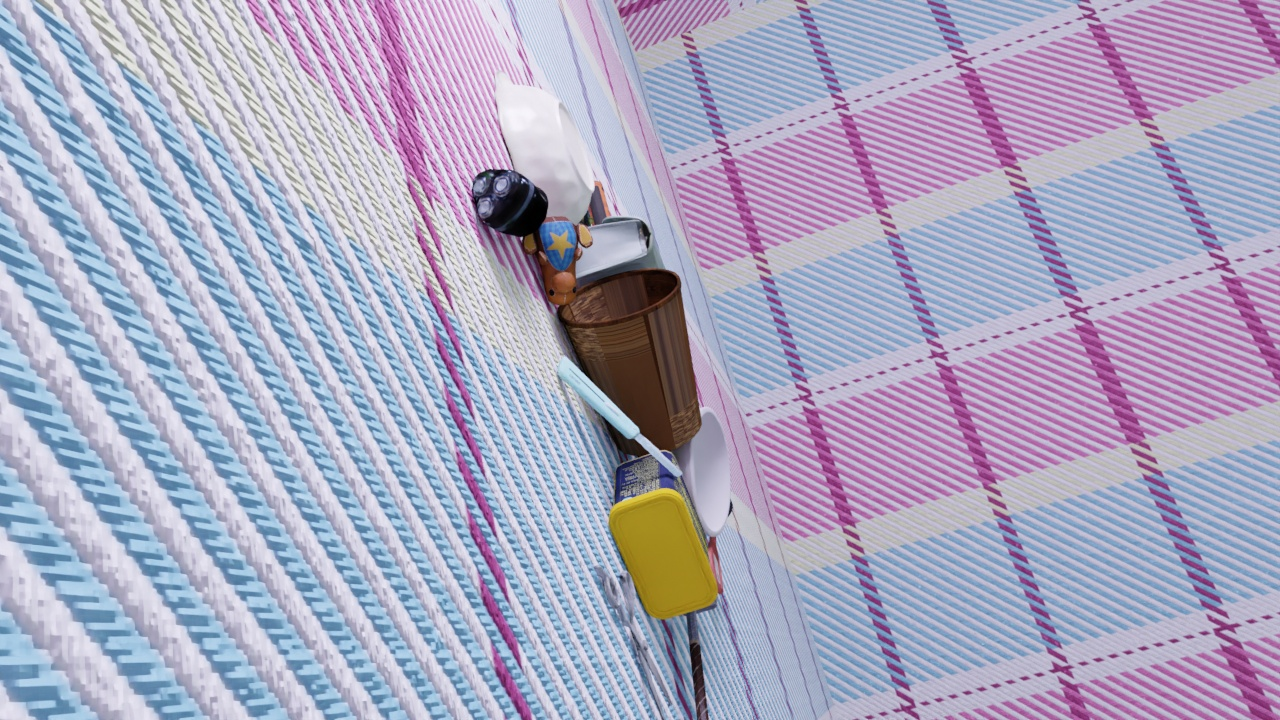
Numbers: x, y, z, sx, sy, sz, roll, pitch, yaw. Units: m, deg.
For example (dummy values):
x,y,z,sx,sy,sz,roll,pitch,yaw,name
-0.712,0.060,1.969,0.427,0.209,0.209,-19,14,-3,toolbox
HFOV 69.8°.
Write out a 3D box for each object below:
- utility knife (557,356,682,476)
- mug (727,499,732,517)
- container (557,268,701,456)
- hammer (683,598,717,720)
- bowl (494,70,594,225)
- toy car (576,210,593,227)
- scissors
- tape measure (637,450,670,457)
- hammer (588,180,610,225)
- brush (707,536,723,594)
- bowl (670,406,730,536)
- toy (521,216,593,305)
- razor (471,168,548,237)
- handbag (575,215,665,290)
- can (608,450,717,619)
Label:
x,y,z,sx,sy,sz,roll,pitch,yaw,name
-0.020,0.059,0.892,0.165,0.015,0.022,44,46,-11,utility knife
0.075,0.190,1.258,0.104,0.071,0.077,-52,128,-46,mug
-0.002,0.005,0.982,0.132,0.132,0.167,-88,164,-64,container
0.059,0.317,0.952,0.321,0.044,0.098,-94,163,-56,hammer
-0.100,-0.236,1.055,0.188,0.060,0.219,-39,112,-79,bowl
-0.078,-0.177,1.161,0.089,0.027,0.039,-93,159,-56,toy car
-0.006,0.245,0.814,0.158,0.014,0.141,59,12,-52,scissors
0.019,0.089,1.115,0.038,0.058,0.058,56,22,-54,tape measure
-0.040,-0.127,1.281,0.138,0.035,0.314,55,19,-61,hammer
0.095,0.269,1.299,0.172,0.030,0.041,-87,156,-63,brush
0.064,0.130,1.066,0.149,0.043,0.149,-6,90,-69,bowl
-0.089,-0.102,0.943,0.103,0.070,0.090,-162,-116,-73,toy
-0.116,-0.142,0.833,0.063,0.053,0.140,38,5,-2,razor
-0.028,-0.110,1.063,0.122,0.106,0.067,64,13,-68,handbag
0.023,0.174,0.935,0.104,0.075,0.135,-90,160,-70,can
